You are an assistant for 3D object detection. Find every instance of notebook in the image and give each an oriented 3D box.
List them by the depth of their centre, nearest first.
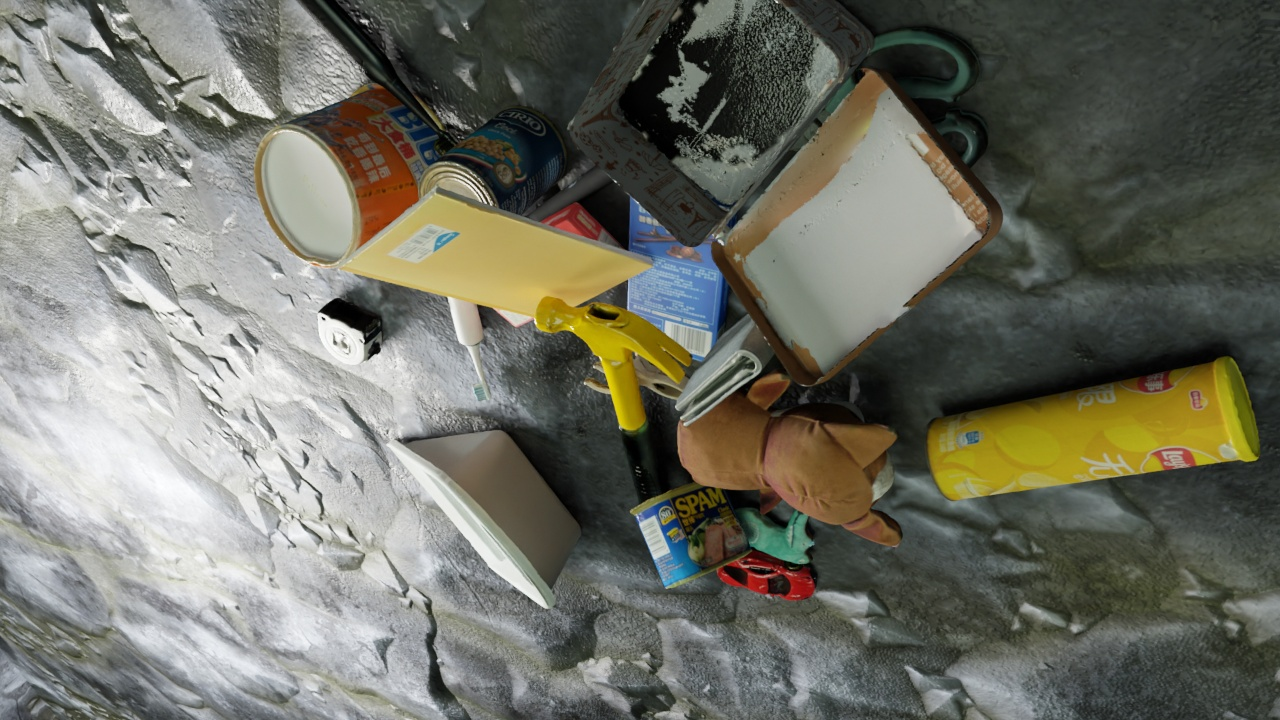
[{"bbox_3d":[-0.112,-0.076,0.731,0.206,0.010,0.146,12,155,-42],"label":"notebook"}]

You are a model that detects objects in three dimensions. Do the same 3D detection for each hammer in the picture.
[{"bbox_3d":[-0.006,0.056,0.850,0.129,0.032,0.301,14,144,21],"label":"hammer"}]

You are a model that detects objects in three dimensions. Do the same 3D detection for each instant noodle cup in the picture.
[{"bbox_3d":[-0.246,-0.153,0.788,0.151,0.111,0.151,16,122,27],"label":"instant noodle cup"}]

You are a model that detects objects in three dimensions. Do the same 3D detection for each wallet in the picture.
[{"bbox_3d":[0.085,-0.009,0.721,0.037,0.129,0.107,43,135,-3],"label":"wallet"}]

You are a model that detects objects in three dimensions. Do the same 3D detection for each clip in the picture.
[{"bbox_3d":[-0.006,0.002,0.851,0.101,0.034,0.096,2,128,23],"label":"clip"}]

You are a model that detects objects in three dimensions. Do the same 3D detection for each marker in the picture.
[{"bbox_3d":[-0.052,-0.140,0.770,0.132,0.020,0.022,-25,100,42],"label":"marker"}]

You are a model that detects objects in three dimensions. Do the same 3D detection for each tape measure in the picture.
[{"bbox_3d":[-0.318,-0.028,1.007,0.066,0.033,0.066,23,134,14],"label":"tape measure"}]

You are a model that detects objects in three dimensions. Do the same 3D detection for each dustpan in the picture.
[{"bbox_3d":[-0.187,0.191,1.038,0.258,0.142,0.223,-19,114,38],"label":"dustpan"}]

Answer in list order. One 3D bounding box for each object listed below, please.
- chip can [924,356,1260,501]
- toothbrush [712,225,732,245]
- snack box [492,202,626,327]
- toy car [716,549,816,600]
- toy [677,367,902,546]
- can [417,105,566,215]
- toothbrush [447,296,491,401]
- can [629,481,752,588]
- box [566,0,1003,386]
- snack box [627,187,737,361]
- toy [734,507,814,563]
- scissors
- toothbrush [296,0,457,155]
[{"bbox_3d":[0.325,0.055,0.678,0.214,0.071,0.072,-17,116,40],"label":"chip can"},{"bbox_3d":[0.030,-0.120,0.704,0.187,0.016,0.017,39,140,-4],"label":"toothbrush"},{"bbox_3d":[-0.086,-0.082,0.821,0.153,0.025,0.075,-21,128,40],"label":"snack box"},{"bbox_3d":[0.130,0.223,0.957,0.106,0.031,0.049,11,131,20],"label":"toy car"},{"bbox_3d":[0.132,0.074,0.776,0.200,0.130,0.140,18,139,46],"label":"toy"},{"bbox_3d":[-0.118,-0.147,0.737,0.075,0.110,0.075,16,132,18],"label":"can"},{"bbox_3d":[-0.175,-0.046,0.915,0.026,0.026,0.221,-11,127,-5],"label":"toothbrush"},{"bbox_3d":[0.051,0.164,0.884,0.057,0.101,0.083,-36,72,43],"label":"can"},{"bbox_3d":[0.091,-0.131,0.606,0.261,0.102,0.179,44,131,4],"label":"box"},{"bbox_3d":[0.033,-0.074,0.770,0.084,0.026,0.157,17,132,17],"label":"snack box"},{"bbox_3d":[0.133,0.171,0.915,0.092,0.030,0.097,20,126,8],"label":"toy"},{"bbox_3d":[0.144,-0.181,0.623,0.185,0.019,0.129,13,131,18],"label":"scissors"},{"bbox_3d":[-0.222,-0.246,0.756,0.212,0.027,0.026,48,144,-1],"label":"toothbrush"}]
